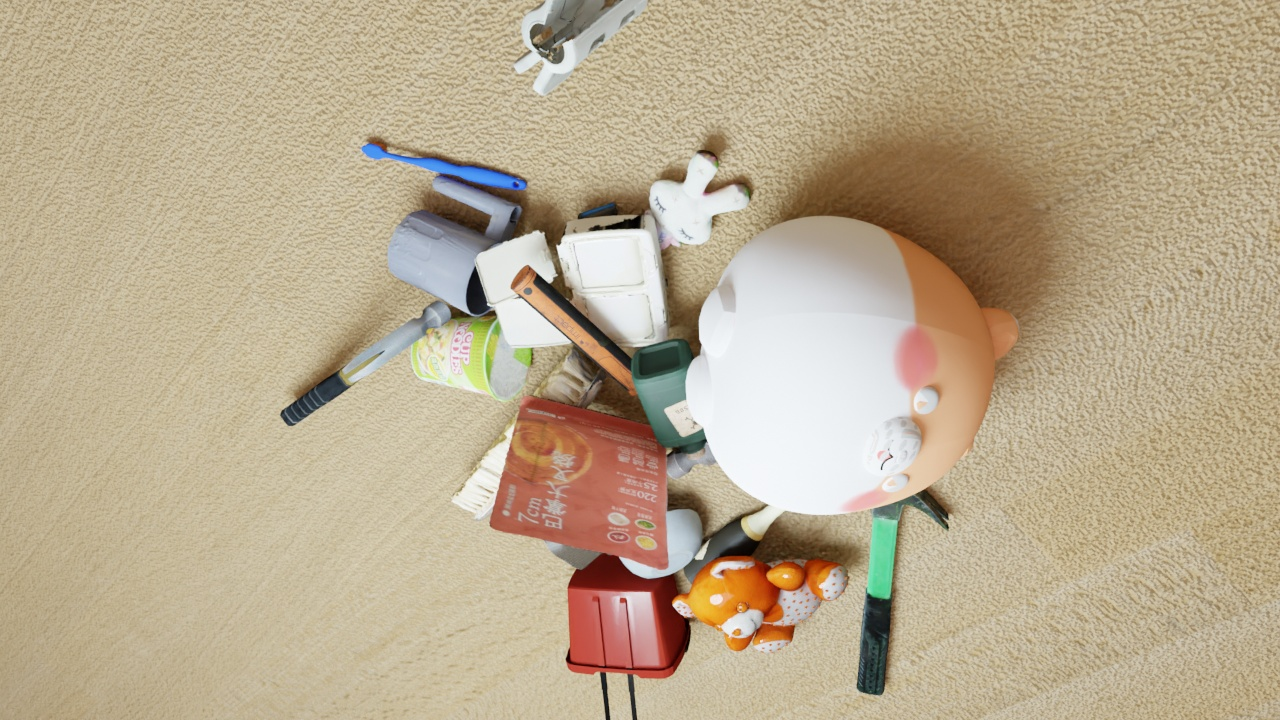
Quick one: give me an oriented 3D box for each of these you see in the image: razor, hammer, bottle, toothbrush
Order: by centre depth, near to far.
[{"bbox_3d":[0.039,0.048,0.926,0.061,0.061,0.131,-15,126,10],"label":"bottle"},{"bbox_3d":[-0.006,0.006,0.956,0.138,0.034,0.314,-32,122,26],"label":"hammer"},{"bbox_3d":[-0.206,-0.204,0.963,0.182,0.018,0.016,14,120,6],"label":"toothbrush"},{"bbox_3d":[-0.038,-0.095,0.969,0.042,0.022,0.144,-20,122,-18],"label":"razor"},{"bbox_3d":[-0.333,0.021,1.032,0.334,0.117,0.025,-24,104,47],"label":"hammer"},{"bbox_3d":[0.122,0.202,1.067,0.045,0.045,0.185,39,121,-6],"label":"bottle"},{"bbox_3d":[0.279,0.269,1.067,0.130,0.032,0.319,4,119,14],"label":"hammer"}]

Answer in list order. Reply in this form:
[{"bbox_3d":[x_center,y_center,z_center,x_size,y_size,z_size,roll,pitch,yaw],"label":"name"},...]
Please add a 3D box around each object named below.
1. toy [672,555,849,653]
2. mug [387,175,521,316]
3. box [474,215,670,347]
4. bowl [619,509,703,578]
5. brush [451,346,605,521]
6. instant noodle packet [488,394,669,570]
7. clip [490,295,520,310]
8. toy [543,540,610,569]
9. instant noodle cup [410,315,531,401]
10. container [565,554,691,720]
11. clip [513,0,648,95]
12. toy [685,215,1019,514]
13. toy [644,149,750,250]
[{"bbox_3d":[0.134,0.271,1.042,0.172,0.092,0.164,12,133,-27],"label":"toy"},{"bbox_3d":[-0.192,-0.122,0.962,0.104,0.083,0.124,24,98,18],"label":"mug"},{"bbox_3d":[-0.065,-0.070,0.939,0.184,0.050,0.144,-5,127,10],"label":"box"},{"bbox_3d":[0.029,0.220,1.069,0.106,0.039,0.106,-19,145,-14],"label":"bowl"},{"bbox_3d":[-0.132,0.091,1.060,0.056,0.083,0.272,38,122,-6],"label":"brush"},{"bbox_3d":[-0.054,0.123,0.886,0.164,0.220,0.084,15,106,-7],"label":"instant noodle packet"},{"bbox_3d":[-0.148,-0.072,1.001,0.061,0.041,0.024,-13,115,28],"label":"clip"},{"bbox_3d":[-0.048,0.184,1.087,0.153,0.078,0.179,-30,132,23],"label":"toy"},{"bbox_3d":[-0.192,-0.007,1.023,0.108,0.098,0.099,5,119,22],"label":"instant noodle cup"},{"bbox_3d":[-0.015,0.353,1.144,0.148,0.126,0.201,-2,107,17],"label":"container"},{"bbox_3d":[-0.051,-0.289,0.814,0.096,0.125,0.153,39,145,3],"label":"clip"},{"bbox_3d":[0.185,0.009,0.822,0.280,0.265,0.263,7,118,-7],"label":"toy"},{"bbox_3d":[0.046,-0.149,0.903,0.079,0.037,0.123,39,126,-18],"label":"toy"}]
